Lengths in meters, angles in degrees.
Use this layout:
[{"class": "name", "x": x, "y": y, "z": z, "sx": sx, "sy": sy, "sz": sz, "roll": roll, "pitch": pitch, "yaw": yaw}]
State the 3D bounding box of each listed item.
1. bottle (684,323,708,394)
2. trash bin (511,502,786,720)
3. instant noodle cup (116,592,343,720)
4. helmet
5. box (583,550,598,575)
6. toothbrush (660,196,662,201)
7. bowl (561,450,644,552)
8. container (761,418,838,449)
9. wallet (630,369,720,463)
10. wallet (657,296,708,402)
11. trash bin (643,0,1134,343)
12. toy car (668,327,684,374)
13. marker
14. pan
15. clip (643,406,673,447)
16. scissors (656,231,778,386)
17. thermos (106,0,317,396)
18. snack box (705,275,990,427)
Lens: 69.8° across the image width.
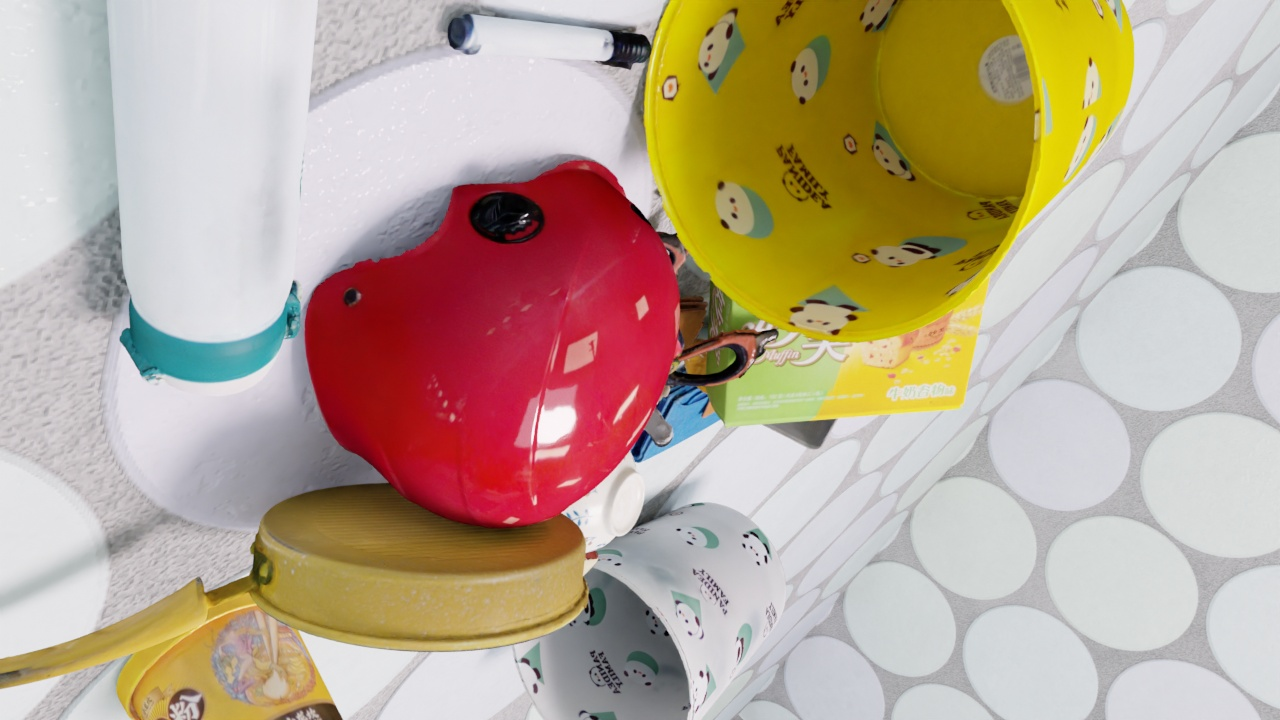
[{"class": "bottle", "x": 0.124, "y": -0.028, "z": 0.857, "sx": 0.189, "sy": 0.068, "sz": 0.068, "roll": -27, "pitch": 149, "yaw": -35}, {"class": "trash bin", "x": 0.025, "y": 0.283, "z": 1.013, "sx": 0.251, "sy": 0.229, "sz": 0.230, "roll": -18, "pitch": 144, "yaw": -53}, {"class": "instant noodle cup", "x": -0.261, "y": 0.232, "z": 0.606, "sx": 0.118, "sy": 0.114, "sz": 0.119, "roll": -35, "pitch": 154, "yaw": -20}, {"class": "helmet", "x": -0.057, "y": 0.003, "z": 0.545, "sx": 0.239, "sy": 0.144, "sz": 0.207, "roll": -37, "pitch": 152, "yaw": -19}, {"class": "box", "x": -0.110, "y": 0.189, "z": 0.813, "sx": 0.091, "sy": 0.080, "sz": 0.168, "roll": -51, "pitch": 155, "yaw": 13}, {"class": "toothbrush", "x": 0.078, "y": -0.130, "z": 0.694, "sx": 0.190, "sy": 0.016, "sz": 0.018, "roll": -16, "pitch": 131, "yaw": -47}, {"class": "bowl", "x": -0.035, "y": 0.115, "z": 0.785, "sx": 0.113, "sy": 0.062, "sz": 0.114, "roll": -38, "pitch": 135, "yaw": -51}, {"class": "container", "x": 0.175, "y": 0.011, "z": 0.942, "sx": 0.114, "sy": 0.090, "sz": 0.090, "roll": -54, "pitch": 167, "yaw": -41}, {"class": "wallet", "x": 0.054, "y": 0.042, "z": 0.895, "sx": 0.132, "sy": 0.040, "sz": 0.107, "roll": -25, "pitch": 152, "yaw": -40}, {"class": "wallet", "x": -0.004, "y": 0.004, "z": 0.753, "sx": 0.107, "sy": 0.031, "sz": 0.132, "roll": -8, "pitch": 138, "yaw": -50}, {"class": "trash bin", "x": 0.170, "y": -0.159, "z": 0.564, "sx": 0.254, "sy": 0.229, "sz": 0.230, "roll": -28, "pitch": 150, "yaw": -44}, {"class": "toy car", "x": -0.011, "y": 0.008, "z": 0.654, "sx": 0.031, "sy": 0.049, "sz": 0.106, "roll": -1, "pitch": 135, "yaw": -54}, {"class": "marker", "x": -0.042, "y": -0.159, "z": 0.462, "sx": 0.130, "sy": 0.018, "sz": 0.023, "roll": -17, "pitch": 152, "yaw": -46}, {"class": "pan", "x": -0.199, "y": 0.130, "z": 0.514, "sx": 0.356, "sy": 0.198, "sz": 0.078, "roll": 3, "pitch": 96, "yaw": -31}, {"class": "clip", "x": 0.007, "y": 0.046, "z": 0.732, "sx": 0.027, "sy": 0.058, "sz": 0.045, "roll": -39, "pitch": 151, "yaw": 3}, {"class": "scissors", "x": -0.003, "y": 0.000, "z": 0.688, "sx": 0.227, "sy": 0.015, "sz": 0.189, "roll": -11, "pitch": 116, "yaw": 7}, {"class": "thermos", "x": -0.159, "y": -0.079, "z": 0.347, "sx": 0.073, "sy": 0.073, "sz": 0.225, "roll": -22, "pitch": 147, "yaw": -41}, {"class": "snack box", "x": 0.162, "y": -0.035, "z": 0.733, "sx": 0.210, "sy": 0.070, "sz": 0.158, "roll": -4, "pitch": 119, "yaw": -8}]
